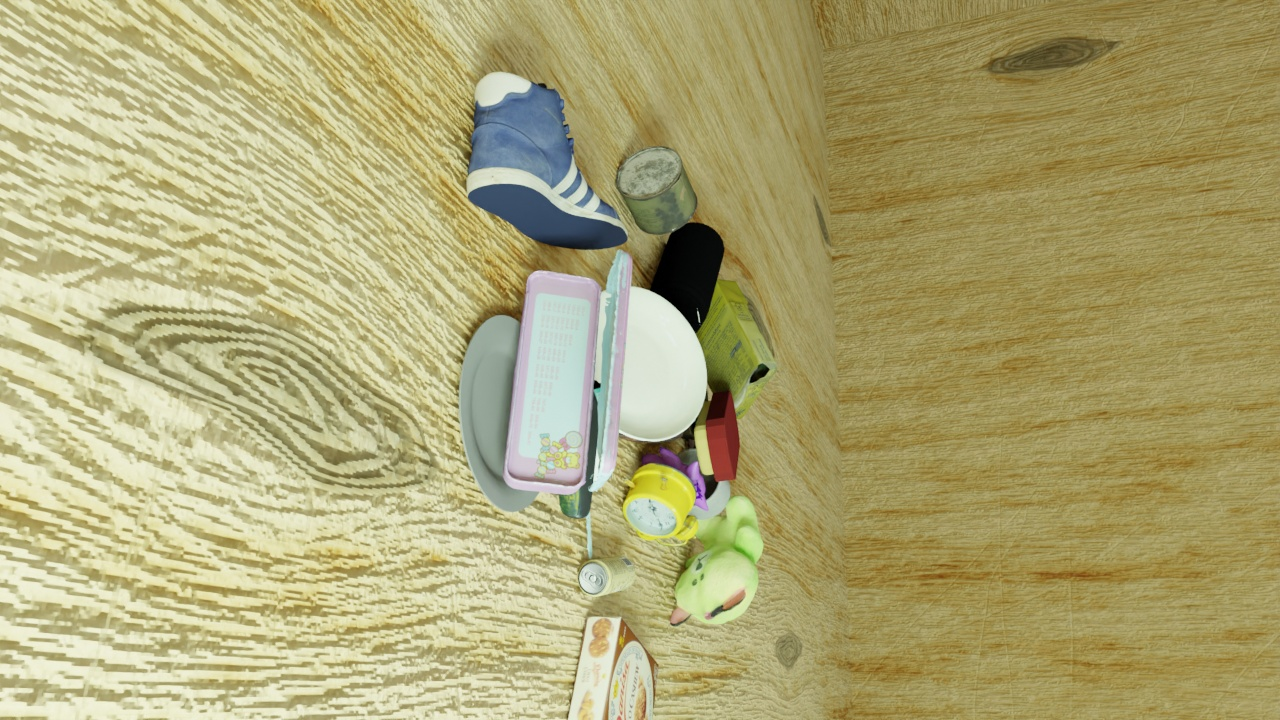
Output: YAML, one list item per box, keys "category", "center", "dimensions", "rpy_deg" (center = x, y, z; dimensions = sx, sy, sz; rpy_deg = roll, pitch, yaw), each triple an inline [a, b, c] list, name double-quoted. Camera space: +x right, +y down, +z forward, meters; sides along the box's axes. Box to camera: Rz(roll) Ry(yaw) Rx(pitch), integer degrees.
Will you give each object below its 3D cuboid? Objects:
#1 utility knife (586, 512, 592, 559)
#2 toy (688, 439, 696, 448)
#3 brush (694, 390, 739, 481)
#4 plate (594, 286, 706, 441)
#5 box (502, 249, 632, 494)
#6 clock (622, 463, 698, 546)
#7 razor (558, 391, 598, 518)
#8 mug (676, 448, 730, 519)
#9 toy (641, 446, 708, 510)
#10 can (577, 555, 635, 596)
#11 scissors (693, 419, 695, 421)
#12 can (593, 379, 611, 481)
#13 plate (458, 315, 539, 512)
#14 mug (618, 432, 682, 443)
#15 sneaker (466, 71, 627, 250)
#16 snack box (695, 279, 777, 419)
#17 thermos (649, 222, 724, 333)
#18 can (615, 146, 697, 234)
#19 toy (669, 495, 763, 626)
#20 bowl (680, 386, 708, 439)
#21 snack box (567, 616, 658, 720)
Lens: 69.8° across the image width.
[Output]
- category: "utility knife"
  center: [-0.059, 0.129, 0.986]
  dimensions: [0.022, 0.015, 0.167]
  rpy_deg: [18, 66, -69]
- category: "toy"
  center: [0.081, 0.106, 1.360]
  dimensions: [0.100, 0.036, 0.080]
  rpy_deg: [66, 25, -45]
- category: "brush"
  center: [0.101, 0.098, 1.203]
  dimensions: [0.173, 0.042, 0.082]
  rpy_deg: [-59, 139, -74]
- category: "plate"
  center: [-0.006, 0.006, 1.043]
  dimensions: [0.182, 0.034, 0.182]
  rpy_deg: [13, 66, -31]
- category: "box"
  center: [-0.064, 0.005, 0.807]
  dimensions: [0.091, 0.090, 0.213]
  rpy_deg: [118, -22, -64]
- category: "clock"
  center: [0.026, 0.181, 1.116]
  dimensions: [0.057, 0.083, 0.119]
  rpy_deg: [-63, 140, -48]
- category: "razor"
  center: [-0.072, 0.082, 0.887]
  dimensions: [0.067, 0.054, 0.151]
  rpy_deg: [-16, 107, -56]
- category: "mug"
  center: [0.074, 0.185, 1.259]
  dimensions: [0.070, 0.084, 0.113]
  rpy_deg: [56, 49, -58]
- category: "toy"
  center: [0.043, 0.159, 1.165]
  dimensions: [0.055, 0.088, 0.106]
  rpy_deg: [-48, 130, -56]
- category: "can"
  center: [-0.036, 0.232, 0.990]
  dimensions: [0.079, 0.038, 0.038]
  rpy_deg: [22, 64, -68]
- category: "scissors"
  center: [0.059, 0.018, 1.156]
  dimensions: [0.118, 0.013, 0.140]
  rpy_deg: [-81, 166, -82]
- category: "can"
  center: [-0.058, 0.073, 0.946]
  dimensions: [0.054, 0.055, 0.101]
  rpy_deg: [-24, 107, -70]
- category: "plate"
  center: [-0.122, 0.048, 0.835]
  dimensions: [0.178, 0.012, 0.178]
  rpy_deg: [-5, 90, -71]
- category: "mug"
  center: [0.002, 0.033, 1.102]
  dimensions: [0.115, 0.080, 0.107]
  rpy_deg: [30, 55, -54]
- category: "sneaker"
  center: [-0.090, -0.191, 0.889]
  dimensions: [0.232, 0.092, 0.118]
  rpy_deg: [13, 70, -61]
- category: "snack box"
  center: [0.131, -0.015, 1.328]
  dimensions: [0.122, 0.045, 0.180]
  rpy_deg: [-62, -142, 38]
- category: "thermos"
  center: [0.061, -0.106, 1.286]
  dimensions: [0.198, 0.086, 0.086]
  rpy_deg: [-71, 149, -49]
- category: "can"
  center: [0.022, -0.221, 1.201]
  dimensions: [0.074, 0.090, 0.089]
  rpy_deg: [58, 33, -52]
- category: "toy"
  center: [0.114, 0.286, 1.260]
  dimensions: [0.107, 0.151, 0.196]
  rpy_deg: [37, 42, -24]
- category: "bowl"
  center: [0.049, 0.050, 1.254]
  dimensions: [0.121, 0.056, 0.121]
  rpy_deg: [-5, 90, -71]
- category: "snack box"
  center: [-0.027, 0.367, 0.974]
  dimensions: [0.147, 0.041, 0.142]
  rpy_deg: [63, 29, -47]
